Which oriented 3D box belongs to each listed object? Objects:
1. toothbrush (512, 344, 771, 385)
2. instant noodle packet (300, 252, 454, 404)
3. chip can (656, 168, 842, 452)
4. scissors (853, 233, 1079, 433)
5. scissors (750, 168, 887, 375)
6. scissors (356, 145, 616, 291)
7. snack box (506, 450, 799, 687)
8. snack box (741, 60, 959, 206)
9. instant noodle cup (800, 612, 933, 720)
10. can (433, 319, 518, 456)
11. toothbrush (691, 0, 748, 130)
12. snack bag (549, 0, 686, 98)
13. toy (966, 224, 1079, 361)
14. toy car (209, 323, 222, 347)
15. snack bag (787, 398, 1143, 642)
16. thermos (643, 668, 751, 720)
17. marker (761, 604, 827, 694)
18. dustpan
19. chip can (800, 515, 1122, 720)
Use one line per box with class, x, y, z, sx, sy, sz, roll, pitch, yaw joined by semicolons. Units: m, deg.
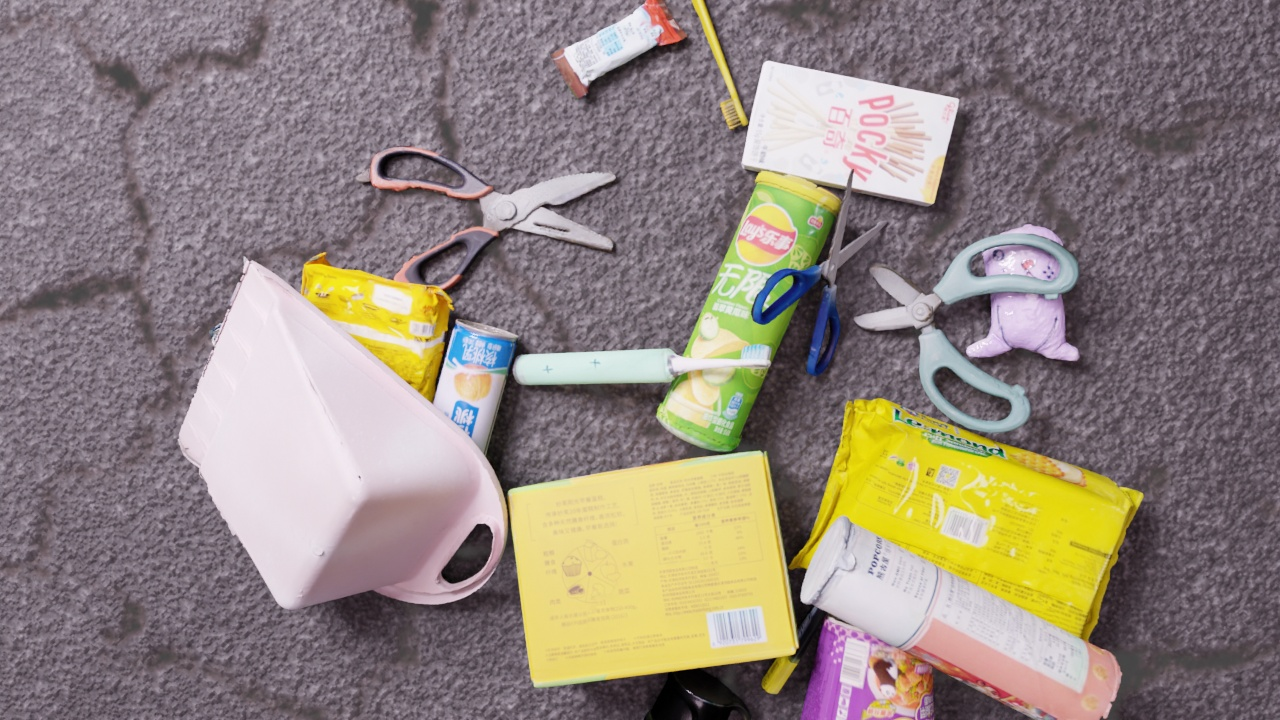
toothbrush;-0.004;0.004;0.716;0.225;0.026;0.027;-2;70;29
instant noodle packet;-0.220;-0.024;0.763;0.128;0.044;0.111;15;109;6
chip can;0.084;-0.036;0.728;0.072;0.072;0.221;23;96;3
scissors;0.264;-0.038;0.714;0.170;0.019;0.181;48;114;13
scissors;0.143;-0.060;0.711;0.012;0.172;0.162;26;139;38
scissors;-0.134;-0.122;0.769;0.226;0.015;0.189;-40;90;5
snack box;0.010;0.163;0.735;0.210;0.070;0.157;-10;82;7
snack box;0.166;-0.181;0.734;0.157;0.027;0.085;13;95;4
instant noodle cup;0.183;0.256;0.728;0.111;0.111;0.099;7;85;4
can;-0.144;0.037;0.760;0.053;0.053;0.134;16;95;3
toothbrush;0.047;-0.278;0.742;0.017;0.015;0.190;-20;92;12
snack bag;-0.018;-0.255;0.744;0.104;0.026;0.048;-31;85;7
toy;0.302;-0.053;0.726;0.084;0.039;0.108;-1;95;13
toy car;-0.328;0.004;0.780;0.090;0.043;0.034;44;69;-2
snack bag;0.259;0.136;0.729;0.246;0.068;0.158;19;95;4
thermos;0.012;0.381;0.763;0.090;0.068;0.242;26;96;7
marker;0.129;0.228;0.748;0.015;0.018;0.124;13;119;-18
dustpan;-0.240;0.084;0.753;0.223;0.138;0.273;-49;64;33
chip can;0.229;0.192;0.665;0.215;0.071;0.071;26;95;4
